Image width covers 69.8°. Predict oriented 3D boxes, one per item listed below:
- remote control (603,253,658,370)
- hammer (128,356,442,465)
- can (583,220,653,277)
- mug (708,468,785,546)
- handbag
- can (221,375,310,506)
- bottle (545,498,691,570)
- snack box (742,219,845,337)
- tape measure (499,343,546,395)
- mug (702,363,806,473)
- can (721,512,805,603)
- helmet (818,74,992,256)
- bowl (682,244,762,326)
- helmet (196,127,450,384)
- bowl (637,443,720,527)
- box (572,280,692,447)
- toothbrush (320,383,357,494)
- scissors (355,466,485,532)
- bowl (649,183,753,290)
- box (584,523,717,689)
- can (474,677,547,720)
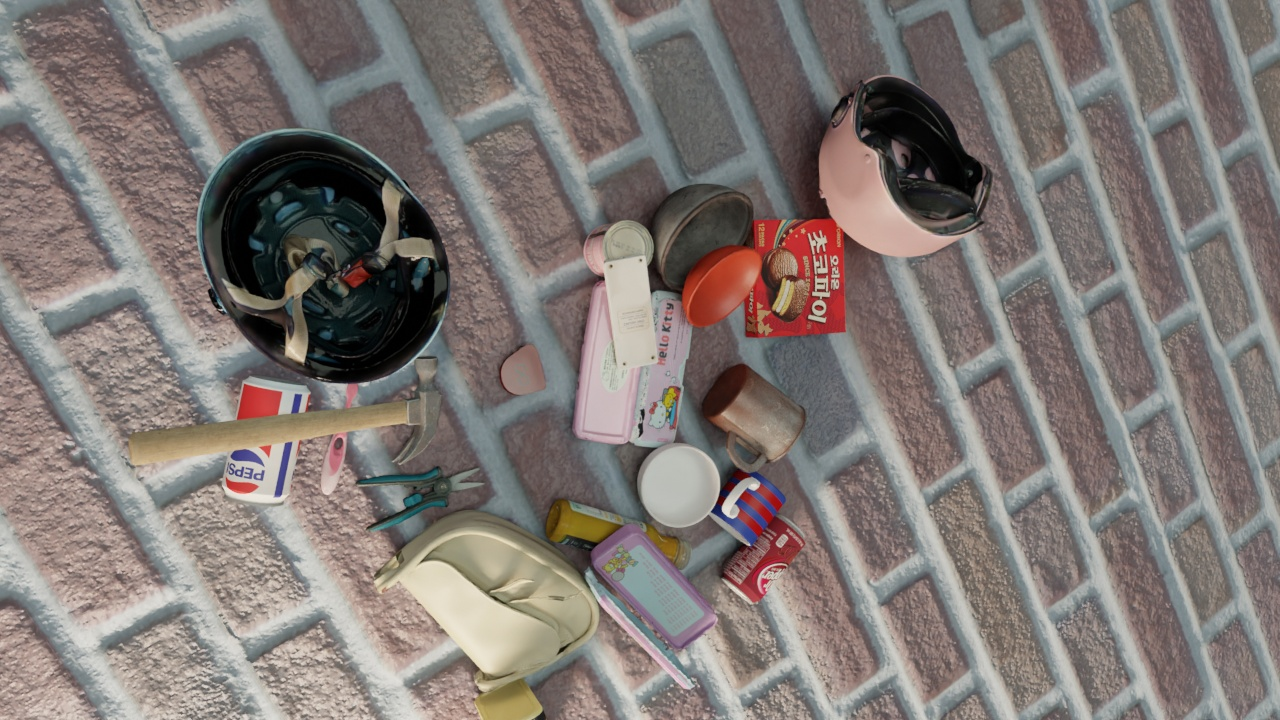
[{"bbox_3d":[-0.011,-0.057,1.092,0.050,0.011,0.136,-12,110,-12],"label":"remote control"},{"bbox_3d":[-0.355,0.069,0.969,0.330,0.031,0.119,-7,102,-45],"label":"hammer"},{"bbox_3d":[-0.028,-0.135,1.117,0.067,0.076,0.067,-1,93,-21],"label":"can"},{"bbox_3d":[0.133,0.181,1.180,0.075,0.112,0.076,34,77,26],"label":"mug"},{"bbox_3d":[-0.168,0.279,1.067,0.184,0.132,0.229,-41,103,-8],"label":"handbag"},{"bbox_3d":[-0.405,0.086,0.994,0.070,0.070,0.132,12,89,-20],"label":"can"},{"bbox_3d":[-0.024,0.223,1.151,0.186,0.053,0.053,20,86,-21],"label":"bottle"},{"bbox_3d":[0.205,-0.110,1.226,0.132,0.036,0.152,-4,94,-20],"label":"snack box"},{"bbox_3d":[-0.146,0.012,1.113,0.051,0.019,0.059,-14,91,-17],"label":"tape measure"},{"bbox_3d":[0.140,0.080,1.178,0.110,0.096,0.122,34,58,-13],"label":"mug"},{"bbox_3d":[0.163,0.261,1.216,0.063,0.063,0.114,45,78,-17],"label":"can"},{"bbox_3d":[0.329,-0.243,1.194,0.230,0.153,0.254,17,57,-23],"label":"helmet"},{"bbox_3d":[0.096,-0.100,1.152,0.121,0.122,0.035,-34,60,-15],"label":"bowl"},{"bbox_3d":[-0.333,-0.104,0.958,0.225,0.167,0.265,-35,106,-18],"label":"helmet"},{"bbox_3d":[0.045,0.155,1.168,0.104,0.054,0.105,-1,96,-14],"label":"bowl"},{"bbox_3d":[-0.003,0.007,1.146,0.155,0.059,0.201,8,91,-21],"label":"box"},{"bbox_3d":[-0.343,0.087,1.047,0.021,0.016,0.135,14,90,-20],"label":"toothbrush"},{"bbox_3d":[-0.265,0.156,1.077,0.120,0.019,0.150,43,73,-14],"label":"scissors"},{"bbox_3d":[0.064,-0.164,1.135,0.144,0.145,0.067,-34,60,-15],"label":"bowl"},{"bbox_3d":[0.023,0.306,1.119,0.090,0.092,0.214,-36,122,2],"label":"box"},{"bbox_3d":[-0.140,0.447,1.080,0.072,0.131,0.101,-22,98,-18],"label":"can"}]
